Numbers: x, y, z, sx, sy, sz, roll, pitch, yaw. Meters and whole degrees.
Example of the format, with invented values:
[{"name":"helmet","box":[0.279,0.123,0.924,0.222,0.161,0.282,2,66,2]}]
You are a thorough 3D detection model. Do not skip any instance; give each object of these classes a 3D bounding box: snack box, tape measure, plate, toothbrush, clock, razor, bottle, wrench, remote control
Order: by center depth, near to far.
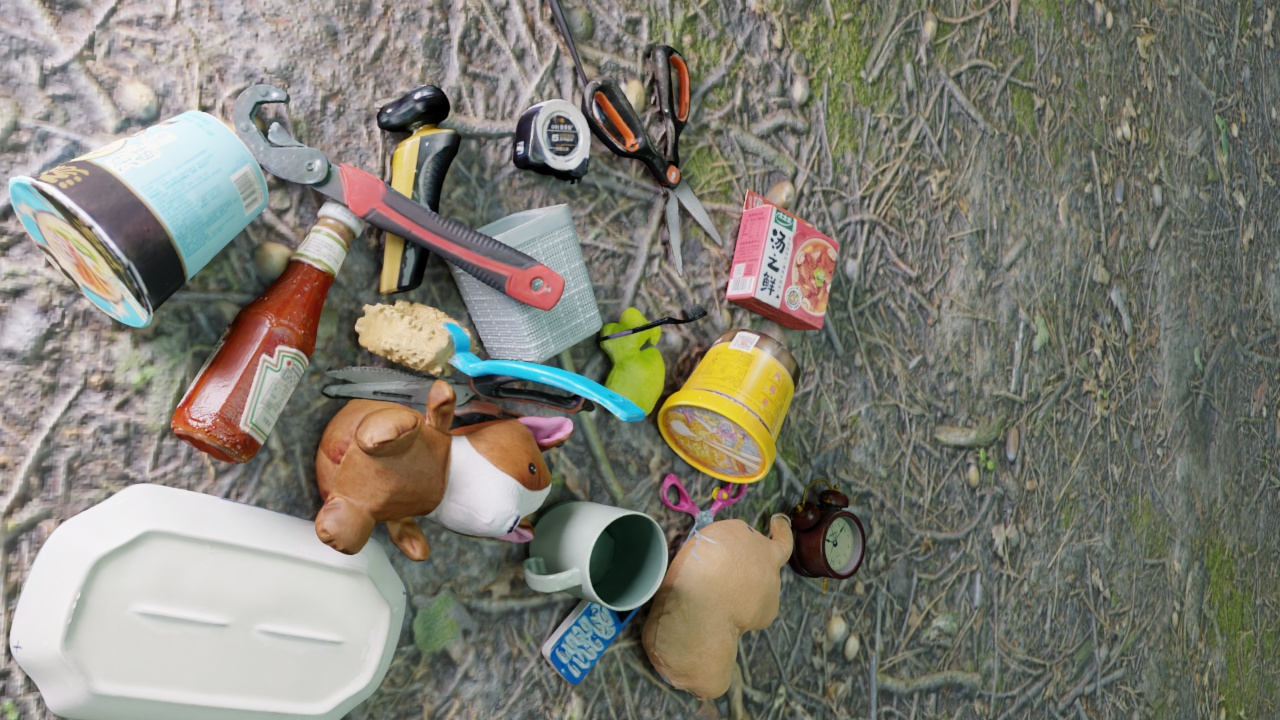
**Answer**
[{"name":"plate","box":[-0.287,0.186,0.653,0.265,0.034,0.162,25,75,-35]},{"name":"bottle","box":[-0.260,-0.027,0.663,0.059,0.060,0.205,37,62,-31]},{"name":"wrench","box":[-0.179,-0.114,0.683,0.273,0.016,0.056,31,90,-7]},{"name":"razor","box":[-0.184,-0.134,0.731,0.067,0.062,0.167,9,90,-7]},{"name":"tape measure","box":[-0.077,-0.197,0.819,0.065,0.034,0.066,11,85,-39]},{"name":"toothbrush","box":[-0.072,-0.300,0.836,0.018,0.016,0.181,-29,108,-25]},{"name":"remote control","box":[-0.039,0.237,0.851,0.124,0.024,0.049,-45,115,-27]},{"name":"toothbrush","box":[0.013,-0.036,0.869,0.188,0.014,0.016,-17,86,-54]},{"name":"snack box","box":[0.157,-0.109,0.991,0.113,0.044,0.127,20,77,-36]},{"name":"clock","box":[0.203,0.190,1.017,0.081,0.055,0.122,-19,99,-36]}]

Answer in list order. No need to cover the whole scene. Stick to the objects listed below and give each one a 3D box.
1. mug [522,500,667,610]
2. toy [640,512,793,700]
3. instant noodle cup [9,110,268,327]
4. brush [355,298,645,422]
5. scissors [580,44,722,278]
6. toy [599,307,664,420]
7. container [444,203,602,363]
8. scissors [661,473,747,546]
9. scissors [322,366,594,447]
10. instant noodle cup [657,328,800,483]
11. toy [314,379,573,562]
[{"name":"mug","box":[-0.052,0.169,0.789,0.111,0.106,0.082,-17,101,-37]},{"name":"toy","box":[0.089,0.224,0.916,0.225,0.083,0.143,-48,126,-28]},{"name":"instant noodle cup","box":[-0.316,-0.101,0.598,0.111,0.111,0.120,56,51,-23]},{"name":"brush","box":[-0.107,0.001,0.674,0.083,0.255,0.046,1,104,-59]},{"name":"scissors","box":[0.025,-0.205,0.898,0.220,0.022,0.227,27,70,-42]},{"name":"toy","box":[-0.005,0.005,0.874,0.096,0.031,0.100,-40,112,-33]},{"name":"container","box":[-0.096,-0.062,0.771,0.089,0.090,0.111,-32,111,-33]},{"name":"scissors","box":[0.065,0.156,0.939,0.133,0.017,0.134,-53,123,-21]},{"name":"scissors","box":[-0.148,0.039,0.756,0.205,0.015,0.199,-21,136,0]},{"name":"instant noodle cup","box":[0.093,0.040,0.902,0.118,0.119,0.114,50,55,-26]},{"name":"toy","box":[-0.145,0.091,0.714,0.199,0.130,0.140,16,108,-46]}]
